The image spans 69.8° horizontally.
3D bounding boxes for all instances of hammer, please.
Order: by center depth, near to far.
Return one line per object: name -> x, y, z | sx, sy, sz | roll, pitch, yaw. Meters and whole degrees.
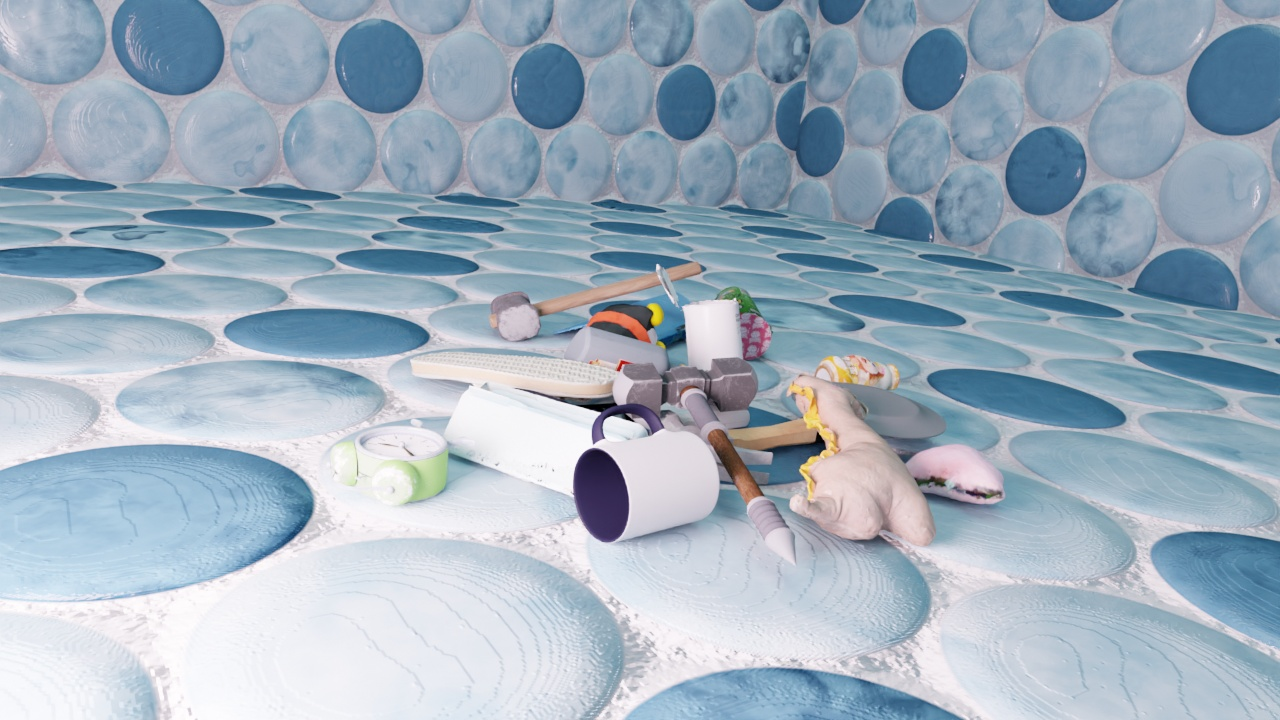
hammer -> 0.079, 0.085, 0.838 | 0.156, 0.043, 0.322 | -4, 26, -13
hammer -> 0.172, 0.079, 1.011 | 0.327, 0.039, 0.131 | -5, 20, -37
hammer -> -0.064, -0.098, 1.370 | 0.328, 0.052, 0.098 | -15, 20, -11

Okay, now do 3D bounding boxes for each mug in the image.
mug -> -0.001, 0.089, 0.774 | 0.096, 0.112, 0.079 | -6, -20, -38

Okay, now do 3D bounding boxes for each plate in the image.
plate -> 0.265, 0.051, 1.065 | 0.178, 0.012, 0.178 | 8, 17, -3

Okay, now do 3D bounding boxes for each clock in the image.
clock -> -0.214, 0.091, 0.800 | 0.094, 0.042, 0.119 | 14, 17, 31

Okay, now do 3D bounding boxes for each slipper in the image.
slipper -> -0.145, 0.025, 1.054 | 0.263, 0.052, 0.114 | 7, 11, 25

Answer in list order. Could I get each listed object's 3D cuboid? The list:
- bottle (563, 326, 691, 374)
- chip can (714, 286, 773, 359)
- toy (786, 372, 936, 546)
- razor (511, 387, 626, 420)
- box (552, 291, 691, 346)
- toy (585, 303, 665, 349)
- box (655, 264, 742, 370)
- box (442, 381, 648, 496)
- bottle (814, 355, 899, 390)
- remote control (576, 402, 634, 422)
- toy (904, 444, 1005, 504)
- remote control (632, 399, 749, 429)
bottle -> -0.007, 0.007, 1.115 | 0.161, 0.072, 0.046 | 15, 54, -23
chip can -> 0.157, -0.064, 1.453 | 0.075, 0.075, 0.223 | 6, 15, -2
toy -> 0.182, 0.079, 0.880 | 0.196, 0.065, 0.264 | 18, 25, -25
razor -> -0.082, 0.058, 0.948 | 0.143, 0.047, 0.052 | 18, -8, 19
box -> -0.005, -0.068, 1.431 | 0.173, 0.066, 0.231 | 13, 18, 26
toy -> -0.031, -0.018, 1.186 | 0.100, 0.098, 0.118 | 13, 39, 22
box -> 0.078, -0.057, 1.250 | 0.119, 0.160, 0.084 | -1, 8, 13
box -> -0.093, 0.084, 0.868 | 0.199, 0.086, 0.096 | 12, 49, 30
bottle -> 0.283, 0.024, 1.197 | 0.108, 0.063, 0.063 | -3, 18, -22
remote control -> -0.074, 0.061, 1.019 | 0.149, 0.013, 0.034 | -2, 18, -28
toy -> 0.315, 0.111, 0.924 | 0.102, 0.050, 0.093 | 9, 18, 22
remote control -> 0.059, 0.062, 1.044 | 0.138, 0.025, 0.060 | -4, 18, -39
